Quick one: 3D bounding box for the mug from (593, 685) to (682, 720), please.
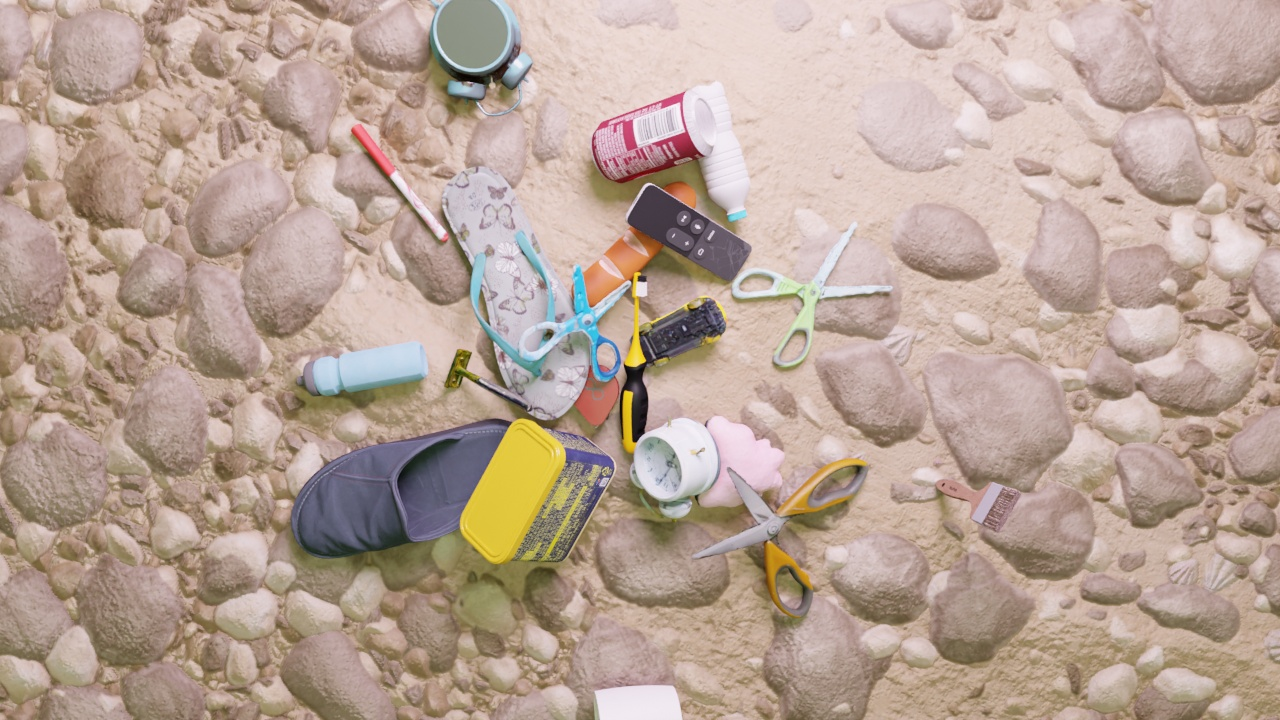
[{"bbox_3d":[-0.003,0.410,1.014,0.087,0.080,0.114,-5,131,-9],"label":"mug"}]

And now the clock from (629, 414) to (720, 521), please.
[{"bbox_3d":[0.032,0.115,0.957,0.083,0.056,0.118,43,127,28],"label":"clock"}]

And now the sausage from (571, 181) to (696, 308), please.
[{"bbox_3d":[-0.005,-0.115,0.933,0.164,0.044,0.039,-46,71,3],"label":"sausage"}]

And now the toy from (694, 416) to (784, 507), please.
[{"bbox_3d":[0.106,0.111,0.975,0.093,0.050,0.102,2,105,-8],"label":"toy"}]

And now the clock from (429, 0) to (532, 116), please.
[{"bbox_3d":[-0.156,-0.300,0.890,0.090,0.053,0.124,-22,103,1],"label":"clock"}]

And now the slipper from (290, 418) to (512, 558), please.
[{"bbox_3d":[-0.241,0.138,0.944,0.265,0.083,0.109,-18,102,1],"label":"slipper"}]

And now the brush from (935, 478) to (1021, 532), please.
[{"bbox_3d":[0.341,0.141,0.948,0.008,0.143,0.045,31,88,-9],"label":"brush"}]

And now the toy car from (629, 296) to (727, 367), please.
[{"bbox_3d":[0.038,-0.029,0.957,0.107,0.030,0.049,-24,101,15],"label":"toy car"}]

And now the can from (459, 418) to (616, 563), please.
[{"bbox_3d":[-0.101,0.137,0.933,0.075,0.104,0.135,34,98,35],"label":"can"}]

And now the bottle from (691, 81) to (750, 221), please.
[{"bbox_3d":[0.079,-0.208,0.923,0.044,0.044,0.136,-18,100,0],"label":"bottle"}]

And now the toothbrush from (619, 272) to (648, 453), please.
[{"bbox_3d":[-0.006,0.006,0.951,0.031,0.031,0.197,12,111,28],"label":"toothbrush"}]

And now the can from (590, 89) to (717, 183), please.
[{"bbox_3d":[0.013,-0.215,0.889,0.114,0.063,0.063,-12,101,29],"label":"can"}]

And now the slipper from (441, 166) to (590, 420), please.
[{"bbox_3d":[-0.121,-0.068,0.925,0.098,0.054,0.269,-19,96,2],"label":"slipper"}]

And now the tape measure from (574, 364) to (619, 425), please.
[{"bbox_3d":[-0.046,0.034,0.968,0.051,0.019,0.059,-37,89,4],"label":"tape measure"}]

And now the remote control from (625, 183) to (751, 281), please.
[{"bbox_3d":[0.051,-0.127,0.921,0.146,0.008,0.045,25,103,-33],"label":"remote control"}]

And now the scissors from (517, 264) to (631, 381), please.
[{"bbox_3d":[-0.055,-0.028,0.916,0.134,0.011,0.140,-42,126,-12],"label":"scissors"}]

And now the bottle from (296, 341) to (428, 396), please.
[{"bbox_3d":[-0.286,0.010,0.940,0.130,0.040,0.040,-10,100,-2],"label":"bottle"}]

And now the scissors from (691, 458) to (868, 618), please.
[{"bbox_3d":[0.161,0.178,0.984,0.229,0.016,0.225,-37,118,-10],"label":"scissors"}]

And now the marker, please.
[{"bbox_3d":[-0.241,-0.178,0.926,0.013,0.013,0.142,-37,100,3],"label":"marker"}]

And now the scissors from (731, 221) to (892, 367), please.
[{"bbox_3d":[0.176,-0.074,0.966,0.165,0.024,0.171,28,95,-2],"label":"scissors"}]

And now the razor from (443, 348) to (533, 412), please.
[{"bbox_3d":[-0.152,0.027,0.936,0.106,0.026,0.042,25,97,25],"label":"razor"}]
